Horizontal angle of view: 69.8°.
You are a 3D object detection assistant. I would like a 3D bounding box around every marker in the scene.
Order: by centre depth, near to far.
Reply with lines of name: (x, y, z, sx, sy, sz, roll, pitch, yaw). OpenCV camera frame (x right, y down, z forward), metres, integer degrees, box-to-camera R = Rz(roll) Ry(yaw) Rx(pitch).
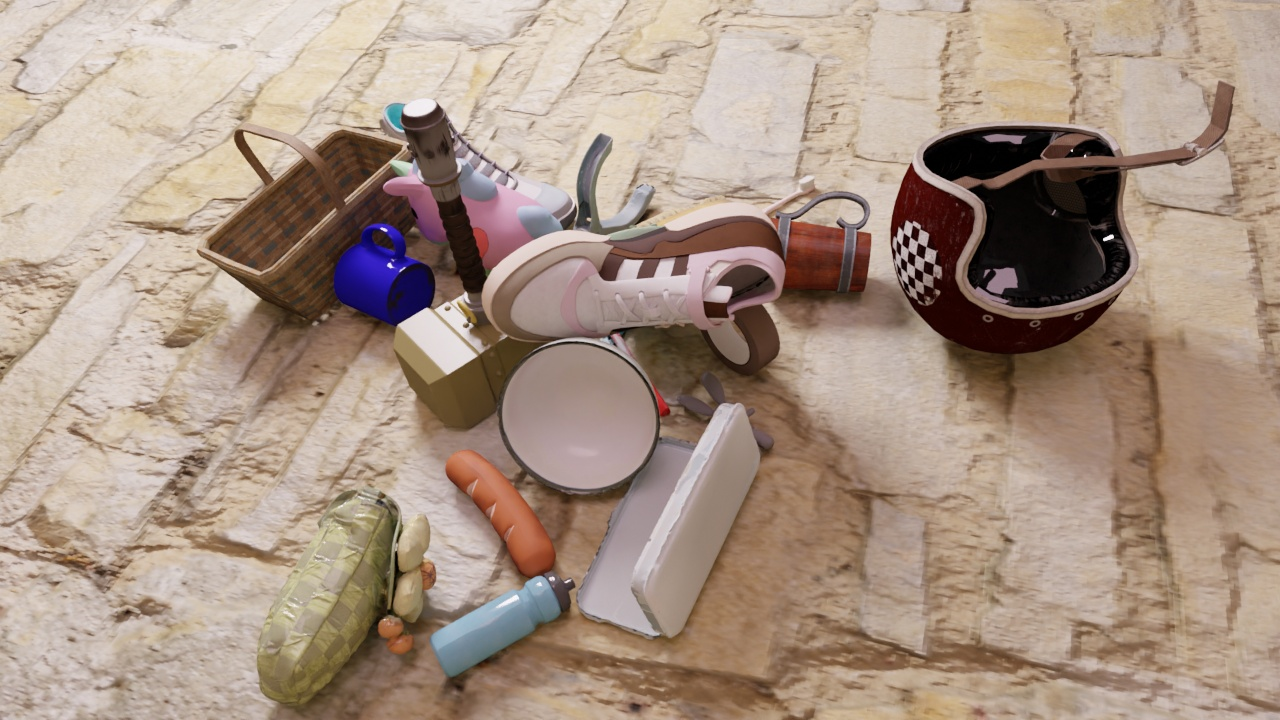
marker: (-0.006, 0.006, 0.981, 0.012, 0.013, 0.142, -24, 54, -14)

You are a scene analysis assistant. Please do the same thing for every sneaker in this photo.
sneaker: (-0.001, -0.059, 0.861, 0.293, 0.112, 0.116, -11, 35, -5)
sneaker: (-0.204, -0.243, 1.140, 0.257, 0.161, 0.092, 14, 51, 21)

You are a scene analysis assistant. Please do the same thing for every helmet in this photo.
helmet: (0.373, -0.134, 0.899, 0.233, 0.254, 0.234, -22, 34, -19)

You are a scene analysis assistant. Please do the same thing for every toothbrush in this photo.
toothbrush: (0.148, -0.184, 1.136, 0.181, 0.018, 0.016, -32, 50, -19)

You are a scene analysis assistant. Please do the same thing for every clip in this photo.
clip: (-0.029, -0.191, 1.126, 0.031, 0.169, 0.164, 30, 25, 30)

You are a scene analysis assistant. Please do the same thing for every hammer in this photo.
hammer: (-0.169, -0.105, 0.896, 0.189, 0.325, 0.101, -34, 52, -22)

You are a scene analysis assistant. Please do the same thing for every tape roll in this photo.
tape roll: (0.101, -0.031, 0.952, 0.030, 0.094, 0.094, -35, 53, -22)

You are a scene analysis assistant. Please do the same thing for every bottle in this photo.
bottle: (-0.114, 0.222, 0.788, 0.130, 0.040, 0.040, -27, 50, -16)

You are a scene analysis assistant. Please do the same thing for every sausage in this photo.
sausage: (-0.131, 0.140, 0.865, 0.044, 0.039, 0.164, -36, 53, -15)

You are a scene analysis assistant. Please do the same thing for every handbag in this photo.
handbag: (-0.242, 0.208, 0.782, 0.117, 0.113, 0.186, 20, 56, 7)

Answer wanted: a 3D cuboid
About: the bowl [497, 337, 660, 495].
bowl: (-0.054, 0.045, 0.882, 0.153, 0.153, 0.072, 0, 19, 8)

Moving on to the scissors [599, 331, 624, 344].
scissors: (-0.036, -0.023, 1.021, 0.055, 0.015, 0.136, 20, 58, 12)

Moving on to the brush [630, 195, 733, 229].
brush: (0.029, -0.142, 1.084, 0.195, 0.059, 0.043, -28, 39, -8)

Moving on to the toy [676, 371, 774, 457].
toy: (0.086, 0.056, 0.919, 0.049, 0.030, 0.111, -42, 60, -9)

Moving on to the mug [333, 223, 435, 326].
mug: (-0.294, -0.102, 1.058, 0.083, 0.111, 0.079, 22, 30, 24)

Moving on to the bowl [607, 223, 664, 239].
bowl: (0.020, -0.085, 0.987, 0.151, 0.151, 0.077, -3, 77, 5)

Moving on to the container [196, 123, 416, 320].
container: (-0.393, -0.192, 1.081, 0.158, 0.186, 0.249, 21, 59, 32)

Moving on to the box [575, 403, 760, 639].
box: (0.025, 0.131, 0.809, 0.130, 0.106, 0.210, 10, 50, 20)

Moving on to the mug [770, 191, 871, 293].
mug: (0.199, -0.133, 1.028, 0.111, 0.081, 0.117, 7, 85, 9)

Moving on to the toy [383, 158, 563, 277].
toy: (-0.179, -0.169, 1.057, 0.222, 0.171, 0.119, 10, 49, 29)
